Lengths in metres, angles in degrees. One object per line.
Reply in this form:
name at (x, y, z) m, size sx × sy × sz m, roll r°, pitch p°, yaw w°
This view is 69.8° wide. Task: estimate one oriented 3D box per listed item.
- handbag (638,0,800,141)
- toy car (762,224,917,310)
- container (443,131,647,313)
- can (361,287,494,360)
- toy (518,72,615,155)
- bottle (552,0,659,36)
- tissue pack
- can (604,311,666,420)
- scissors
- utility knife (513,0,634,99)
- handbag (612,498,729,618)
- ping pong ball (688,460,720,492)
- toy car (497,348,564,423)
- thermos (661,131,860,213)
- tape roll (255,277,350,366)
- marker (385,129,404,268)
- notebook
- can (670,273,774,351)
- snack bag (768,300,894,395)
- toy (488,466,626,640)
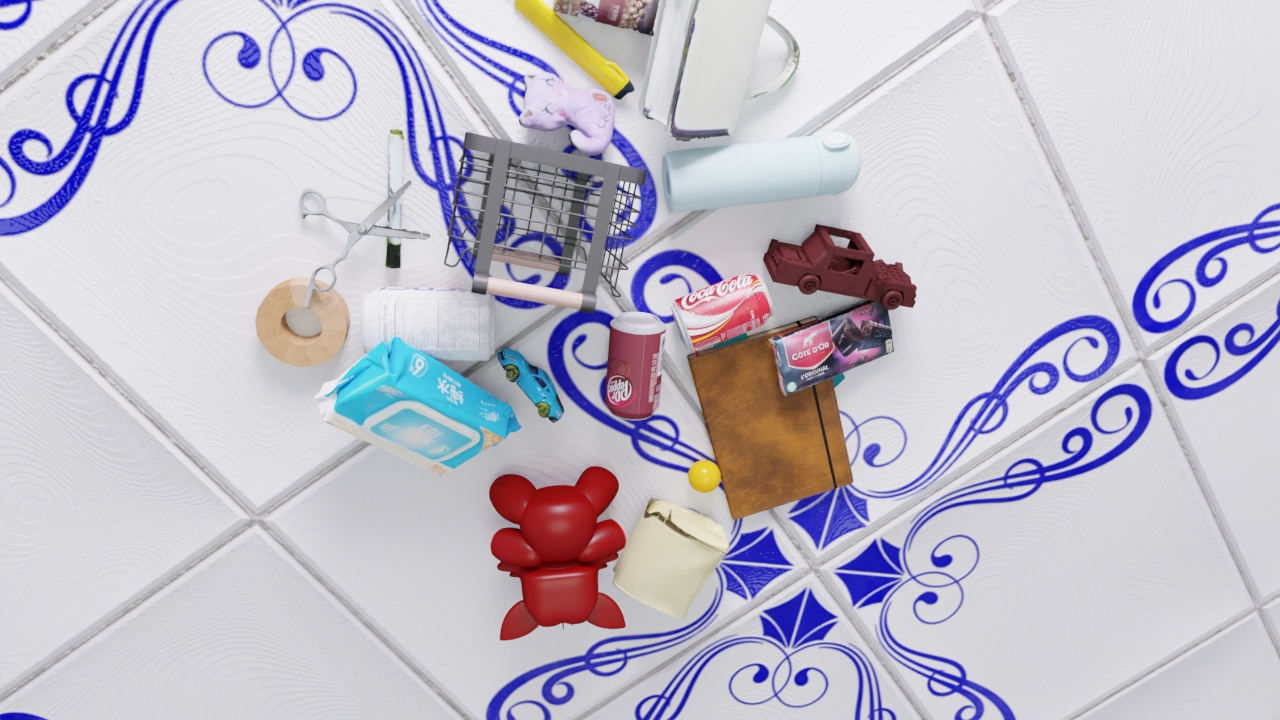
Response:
handbag at (0.087, -0.307, 0.928) m, size 0.175 × 0.074 × 0.151 m, roll -11°, pitch 128°, yaw -35°
toy car at (0.230, -0.107, 1.031) m, size 0.169 × 0.070 × 0.062 m, roll 9°, pitch 122°, yaw -12°
container at (-0.099, -0.138, 0.887) m, size 0.162 × 0.241 × 0.130 m, roll 10°, pitch 102°, yaw -12°
can at (-0.226, -0.039, 0.988) m, size 0.136 × 0.078 × 0.078 m, roll 0°, pitch 112°, yaw -9°
toy at (-0.074, -0.251, 0.937) m, size 0.099 × 0.037 × 0.080 m, roll 9°, pitch 74°, yaw -15°
bottle at (-0.029, -0.359, 0.900) m, size 0.105 × 0.056 × 0.056 m, roll 10°, pitch 110°, yaw -12°
tissue pack at (-0.235, 0.056, 0.994) m, size 0.117 × 0.066 × 0.209 m, roll -29°, pitch 140°, yaw 23°
can at (-0.006, 0.006, 1.046) m, size 0.063 × 0.063 × 0.114 m, roll 1°, pitch 112°, yaw -9°
scissors at (-0.299, -0.123, 0.954) m, size 0.141 × 0.014 × 0.172 m, roll 27°, pitch 96°, yaw 2°
utility knife at (-0.076, -0.327, 0.924) m, size 0.175 × 0.017 × 0.031 m, roll 36°, pitch 131°, yaw -21°
handbag at (0.037, 0.243, 1.144) m, size 0.111 × 0.081 × 0.119 m, roll 26°, pitch 107°, yaw -10°
ping pong ball at (0.078, 0.142, 1.126) m, size 0.040 × 0.040 × 0.040 m, roll -3°, pitch 112°, yaw -7°
toy car at (-0.122, 0.025, 1.045) m, size 0.032 × 0.048 × 0.105 m, roll -37°, pitch 111°, yaw 7°
thermos at (0.129, -0.202, 0.981) m, size 0.207 × 0.065 × 0.078 m, roll -8°, pitch 146°, yaw -5°
tape roll at (-0.365, -0.041, 0.993) m, size 0.094 × 0.027 × 0.094 m, roll -3°, pitch 112°, yaw -7°
marker at (-0.258, -0.168, 0.965) m, size 0.017 × 0.017 × 0.147 m, roll 3°, pitch 111°, yaw -10°
notebook at (0.169, 0.065, 1.122) m, size 0.178 × 0.014 × 0.249 m, roll -17°, pitch 113°, yaw -1°
can at (0.092, -0.055, 1.036) m, size 0.105 × 0.064 × 0.064 m, roll -21°, pitch 113°, yaw 0°
snack bag at (0.228, -0.018, 1.081) m, size 0.155 × 0.018 × 0.075 m, roll -21°, pitch 115°, yaw -11°
toy at (-0.098, 0.233, 1.096) m, size 0.158 × 0.120 × 0.197 m, roll -4°, pitch 103°, yaw -9°
